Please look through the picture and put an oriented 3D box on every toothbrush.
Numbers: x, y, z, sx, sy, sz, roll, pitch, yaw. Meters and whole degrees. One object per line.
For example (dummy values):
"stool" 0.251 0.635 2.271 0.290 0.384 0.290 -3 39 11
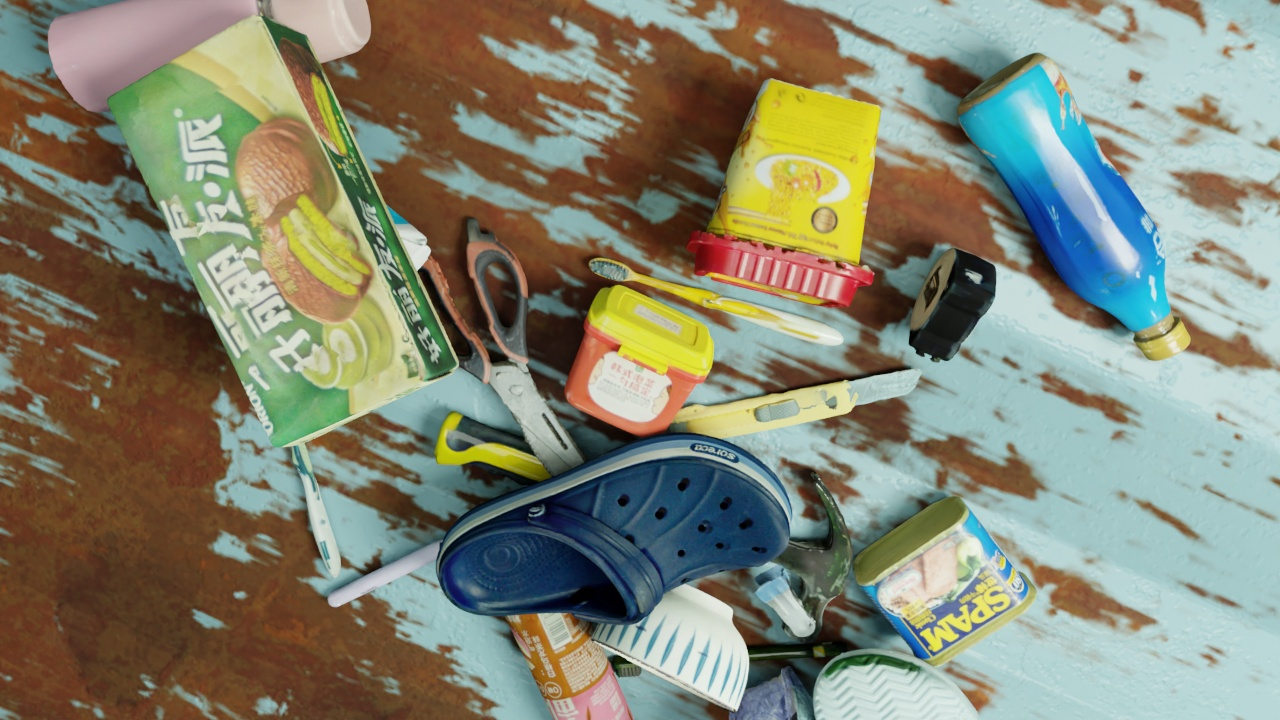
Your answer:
"toothbrush" -0.168 0.156 0.712 0.189 0.021 0.029 -26 146 18
"toothbrush" 0.070 0.237 0.727 0.186 0.012 0.017 -6 109 5
"toothbrush" 0.054 -0.041 0.656 0.191 0.018 0.016 17 106 0
"toothbrush" -0.264 0.082 0.712 0.018 0.016 0.192 -8 103 16

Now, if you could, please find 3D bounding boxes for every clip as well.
"clip" 0.108 0.179 0.675 0.026 0.041 0.058 -35 100 10

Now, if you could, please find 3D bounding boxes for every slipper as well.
"slipper" 0.212 0.288 0.692 0.104 0.074 0.245 -20 122 20
"slipper" -0.022 0.126 0.623 0.253 0.095 0.105 -13 122 8

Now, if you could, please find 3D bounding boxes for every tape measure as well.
"tape measure" 0.210 -0.041 0.620 0.033 0.065 0.066 24 131 1

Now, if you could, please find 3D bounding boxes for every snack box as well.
"snack box" -0.218 -0.076 0.572 0.114 0.063 0.240 -23 94 12
"snack box" -0.004 0.004 0.642 0.091 0.081 0.080 25 114 -4

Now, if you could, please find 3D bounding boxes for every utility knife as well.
"utility knife" 0.107 0.033 0.676 0.198 0.021 0.031 -13 108 3

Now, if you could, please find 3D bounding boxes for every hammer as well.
"hammer" 0.004 0.104 0.689 0.323 0.031 0.126 20 104 0

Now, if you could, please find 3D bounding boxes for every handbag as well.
"handbag" 0.134 0.340 0.686 0.076 0.134 0.194 -32 99 10

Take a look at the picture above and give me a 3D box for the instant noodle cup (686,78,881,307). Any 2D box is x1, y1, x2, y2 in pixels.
"instant noodle cup" 0.098 -0.105 0.595 0.116 0.116 0.123 14 93 0

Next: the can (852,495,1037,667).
"can" 0.220 0.161 0.675 0.102 0.057 0.083 -38 97 12

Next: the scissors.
"scissors" -0.088 -0.001 0.661 0.205 0.015 0.197 18 95 6

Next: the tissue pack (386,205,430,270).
"tissue pack" -0.223 -0.087 0.638 0.140 0.063 0.090 40 102 1

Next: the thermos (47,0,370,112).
"thermos" -0.284 -0.227 0.615 0.199 0.067 0.087 -11 73 7

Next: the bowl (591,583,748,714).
"bowl" 0.029 0.202 0.674 0.116 0.117 0.066 28 72 -3

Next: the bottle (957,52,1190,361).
"bottle" 0.291 -0.093 0.602 0.065 0.065 0.218 -35 99 11

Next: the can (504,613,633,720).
"can" -0.055 0.236 0.712 0.058 0.057 0.147 -20 101 9
